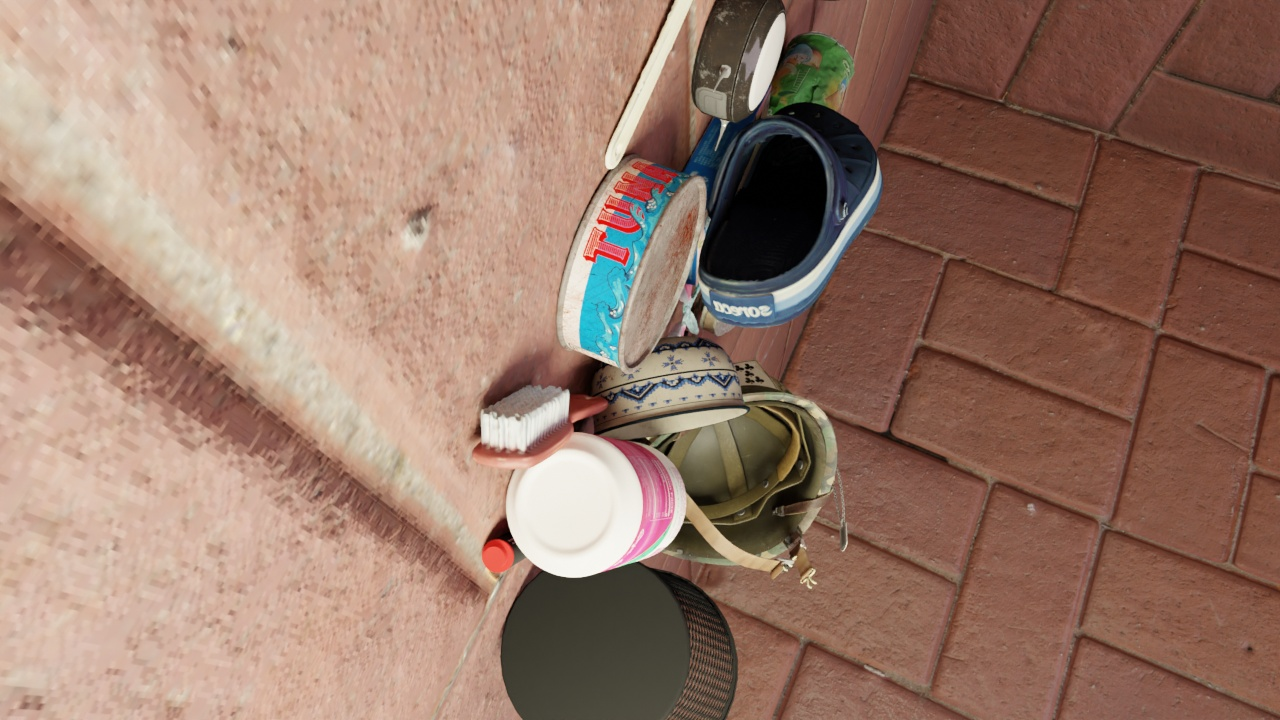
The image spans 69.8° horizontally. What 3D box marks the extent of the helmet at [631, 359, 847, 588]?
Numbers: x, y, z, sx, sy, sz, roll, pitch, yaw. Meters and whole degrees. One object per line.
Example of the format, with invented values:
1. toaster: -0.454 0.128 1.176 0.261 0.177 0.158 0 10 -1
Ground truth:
1. helmet: 0.080 0.109 0.859 0.225 0.192 0.235 -39 -151 39

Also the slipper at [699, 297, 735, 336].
1. slipper: 0.124 -0.111 1.026 0.271 0.054 0.115 -41 152 -54

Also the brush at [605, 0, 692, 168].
1. brush: 0.026 -0.208 0.524 0.217 0.012 0.033 -66 168 -3

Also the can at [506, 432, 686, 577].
1. can: -0.024 0.097 0.630 0.088 0.088 0.166 -68 164 -2

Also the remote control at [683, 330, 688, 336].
1. remote control: 0.014 0.009 0.852 0.149 0.013 0.034 -46 151 -61

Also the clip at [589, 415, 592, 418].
1. clip: -0.005 0.004 0.720 0.054 0.041 0.101 21 92 -66

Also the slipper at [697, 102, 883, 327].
1. slipper: 0.109 -0.124 0.656 0.252 0.105 0.095 -63 146 -43

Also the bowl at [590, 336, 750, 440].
1. bowl: 0.017 0.018 0.662 0.115 0.115 0.059 43 36 -77

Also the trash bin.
1. trash bin: -0.018 0.251 0.774 0.183 0.184 0.210 -65 162 -16

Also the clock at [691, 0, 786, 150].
1. clock: 0.074 -0.217 0.639 0.091 0.044 0.122 73 41 -72

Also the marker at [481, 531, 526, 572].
1. marker: -0.076 0.123 0.639 0.023 0.021 0.145 -39 172 10

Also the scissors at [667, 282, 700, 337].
1. scissors: 0.035 -0.033 0.835 0.170 0.014 0.168 60 46 -73

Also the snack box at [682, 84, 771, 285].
1. snack box: 0.061 -0.146 0.739 0.088 0.033 0.153 87 27 -60

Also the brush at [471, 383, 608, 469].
1. brush: -0.053 0.029 0.544 0.172 0.041 0.030 -31 127 -75

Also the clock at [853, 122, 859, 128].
1. clock: 0.173 -0.217 1.010 0.154 0.065 0.115 -19 123 -39

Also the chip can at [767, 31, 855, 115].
1. chip can: 0.132 -0.201 0.855 0.075 0.075 0.222 80 34 -68

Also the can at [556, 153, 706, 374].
1. can: -0.004 -0.060 0.574 0.130 0.044 0.130 23 89 -78
